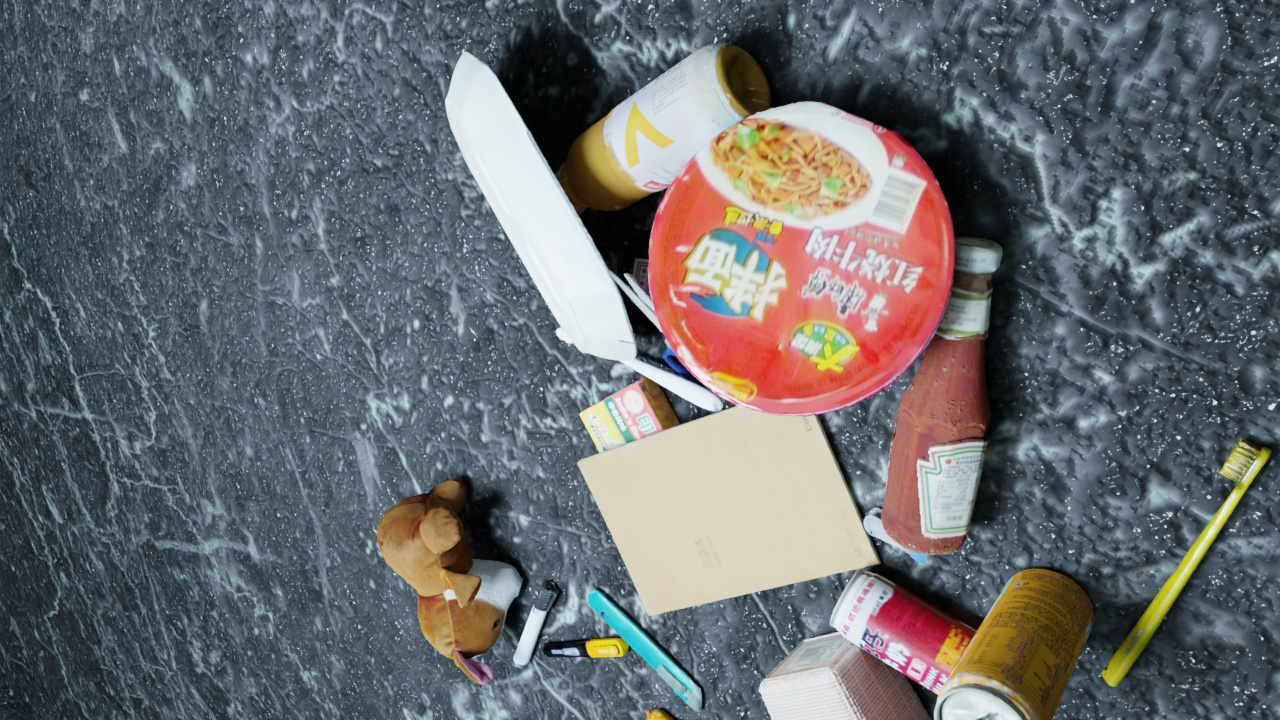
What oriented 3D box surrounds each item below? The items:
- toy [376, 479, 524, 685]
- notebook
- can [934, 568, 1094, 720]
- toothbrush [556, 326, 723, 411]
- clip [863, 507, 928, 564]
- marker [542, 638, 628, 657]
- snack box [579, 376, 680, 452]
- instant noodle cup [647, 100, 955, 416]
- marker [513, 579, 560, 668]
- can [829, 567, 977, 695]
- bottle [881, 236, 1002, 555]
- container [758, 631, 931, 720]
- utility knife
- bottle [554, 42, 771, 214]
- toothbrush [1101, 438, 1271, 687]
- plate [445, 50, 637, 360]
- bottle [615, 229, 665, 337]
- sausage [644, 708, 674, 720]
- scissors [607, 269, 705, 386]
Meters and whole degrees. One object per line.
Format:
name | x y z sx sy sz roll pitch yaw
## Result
toy | -0.188 0.226 0.948 0.130 0.140 0.200 -12 105 -2
notebook | 0.065 0.118 0.732 0.212 0.012 0.149 -21 95 29
can | 0.233 0.186 0.565 0.058 0.145 0.058 15 116 34
toothbrush | -0.004 0.004 0.752 0.180 0.016 0.016 26 118 36
clip | 0.187 0.124 0.662 0.058 0.045 0.027 17 119 39
marker | -0.059 0.292 0.927 0.124 0.015 0.018 -19 91 43
snack box | 0.015 0.096 0.780 0.077 0.026 0.156 -29 89 40
instant noodle cup | 0.105 -0.061 0.591 0.194 0.065 0.194 -1 89 24
marker | -0.110 0.279 0.961 0.022 0.018 0.131 30 124 15
can | 0.205 0.203 0.653 0.133 0.053 0.053 28 123 26
bottle | 0.196 0.024 0.588 0.060 0.059 0.206 17 115 33
container | 0.159 0.273 0.699 0.090 0.090 0.111 -30 85 42
utility knife | 0.004 0.274 0.871 0.151 0.012 0.029 40 126 19
bottle | 0.005 -0.156 0.659 0.190 0.067 0.068 -22 94 43
toothbrush | 0.324 0.127 0.556 0.016 0.015 0.190 32 125 30
plate | -0.083 -0.109 0.710 0.265 0.034 0.162 60 170 3
bottle | 0.070 -0.037 0.673 0.195 0.043 0.080 23 123 29
sausage | 0.068 0.381 0.858 0.165 0.021 0.021 33 125 25
scissors | 0.017 -0.020 0.669 0.173 0.012 0.125 36 166 -22
